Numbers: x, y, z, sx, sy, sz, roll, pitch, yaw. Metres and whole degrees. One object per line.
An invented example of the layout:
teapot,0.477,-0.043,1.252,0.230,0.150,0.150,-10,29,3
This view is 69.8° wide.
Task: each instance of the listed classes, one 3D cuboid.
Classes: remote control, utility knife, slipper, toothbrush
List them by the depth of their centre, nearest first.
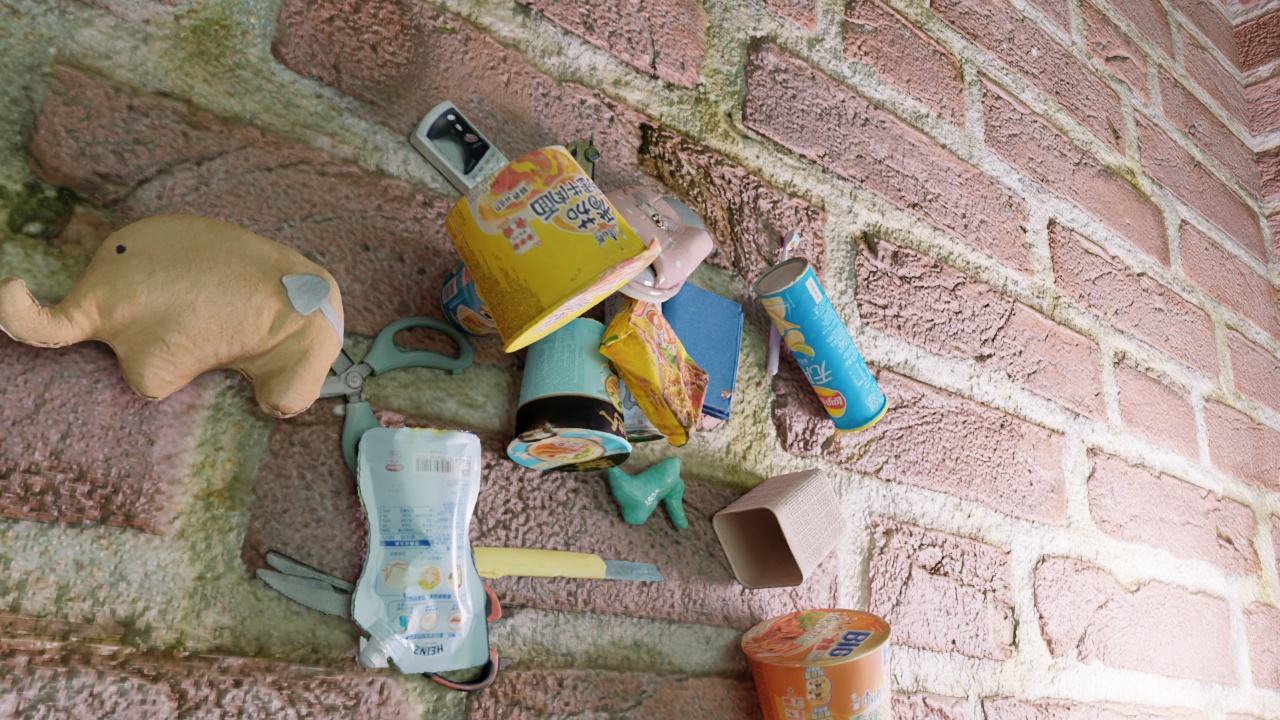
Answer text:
utility knife,-0.066,0.187,0.834,0.219,0.022,0.031,9,53,-31
remote control,-0.148,-0.177,0.871,0.150,0.021,0.058,44,54,-22
slipper,0.017,-0.126,0.898,0.114,0.055,0.273,42,26,3
toothbrush,0.169,-0.069,1.098,0.021,0.029,0.188,9,68,6

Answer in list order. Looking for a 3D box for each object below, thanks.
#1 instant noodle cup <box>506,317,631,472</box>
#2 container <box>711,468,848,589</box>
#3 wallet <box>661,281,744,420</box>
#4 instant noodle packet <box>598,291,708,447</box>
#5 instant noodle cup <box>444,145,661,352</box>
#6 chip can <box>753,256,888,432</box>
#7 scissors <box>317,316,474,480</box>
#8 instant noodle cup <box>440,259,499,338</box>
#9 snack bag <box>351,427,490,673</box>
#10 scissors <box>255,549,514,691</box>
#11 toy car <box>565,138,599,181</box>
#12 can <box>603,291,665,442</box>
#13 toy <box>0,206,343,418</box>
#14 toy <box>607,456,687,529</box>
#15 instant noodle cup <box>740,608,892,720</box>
instant noodle cup,-0.063,0.028,0.832,0.111,0.111,0.120,18,59,-34
container,0.152,0.173,0.972,0.110,0.090,0.090,-29,96,-43
wallet,0.062,-0.012,0.983,0.106,0.040,0.132,21,65,-24
instant noodle packet,0.013,0.001,0.840,0.128,0.044,0.110,54,25,-20
instant noodle cup,-0.073,-0.088,0.695,0.137,0.138,0.110,-32,89,-40
chip can,0.210,-0.016,1.065,0.210,0.071,0.071,55,51,-21
scissors,-0.200,0.026,0.774,0.179,0.019,0.170,-42,103,-37
instant noodle cup,-0.121,-0.066,0.802,0.099,0.110,0.099,12,70,-35
snack bag,-0.173,0.149,0.728,0.110,0.039,0.191,8,75,-42
scissors,-0.194,0.191,0.734,0.192,0.015,0.207,-31,98,-39
toy car,-0.063,-0.179,0.927,0.035,0.042,0.090,6,67,-15
can,-0.005,0.005,0.910,0.058,0.058,0.146,9,72,-37
toy,-0.325,-0.040,0.652,0.225,0.083,0.143,12,61,-33
toy,0.014,0.132,0.910,0.091,0.030,0.096,-26,100,-38
instant noodle cup,0.183,0.327,0.921,0.151,0.152,0.111,-11,93,-40
